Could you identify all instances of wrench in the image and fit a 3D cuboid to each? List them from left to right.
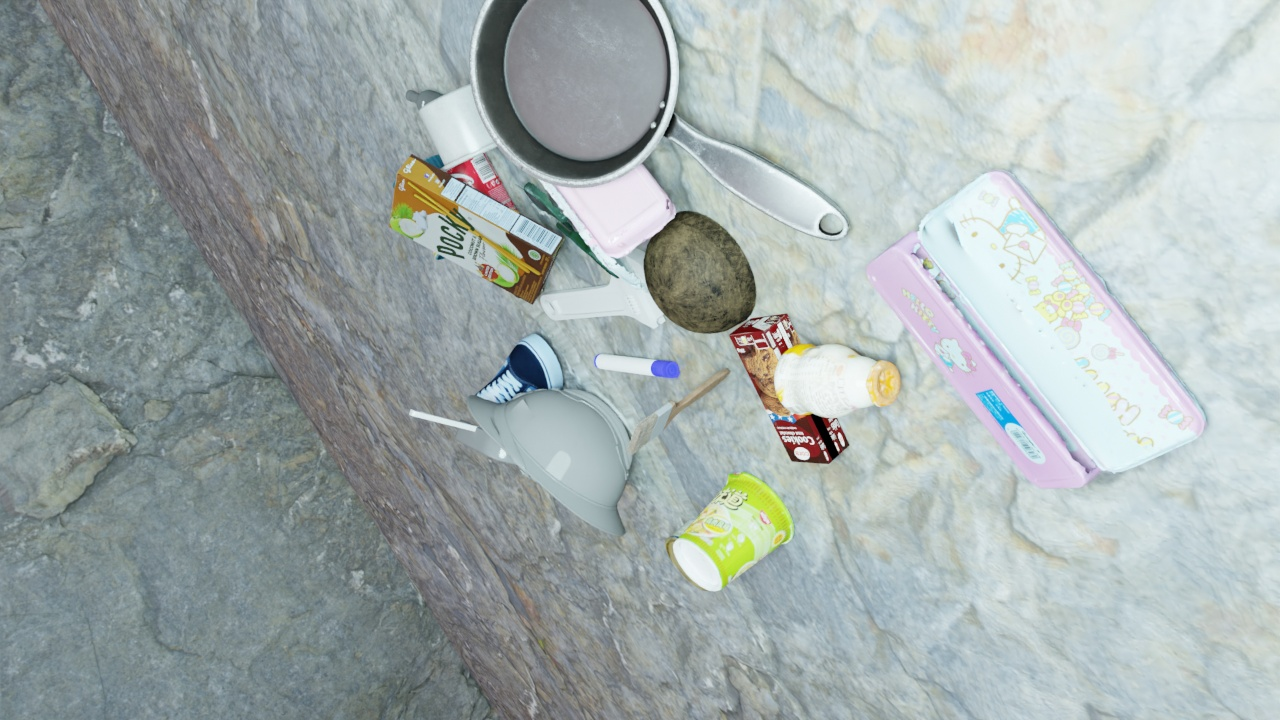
[{"bbox_3d":[-0.051,-0.076,1.037,0.274,0.018,0.087,2,122,57],"label":"wrench"}]

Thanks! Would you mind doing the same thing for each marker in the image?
[{"bbox_3d":[-0.006,0.006,1.056,0.142,0.020,0.020,7,126,54],"label":"marker"}]

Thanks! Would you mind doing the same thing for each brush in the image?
[{"bbox_3d":[0.042,0.043,0.895,0.008,0.142,0.045,42,141,19],"label":"brush"}]

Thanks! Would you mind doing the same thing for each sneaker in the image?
[{"bbox_3d":[-0.180,0.047,1.273,0.083,0.098,0.242,52,151,5],"label":"sneaker"}]

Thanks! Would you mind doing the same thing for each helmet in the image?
[{"bbox_3d":[-0.089,0.096,1.181,0.271,0.118,0.183,42,-175,13],"label":"helmet"}]

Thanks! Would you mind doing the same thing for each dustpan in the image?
[{"bbox_3d":[-0.211,0.116,1.303,0.257,0.033,0.163,19,177,-34],"label":"dustpan"}]

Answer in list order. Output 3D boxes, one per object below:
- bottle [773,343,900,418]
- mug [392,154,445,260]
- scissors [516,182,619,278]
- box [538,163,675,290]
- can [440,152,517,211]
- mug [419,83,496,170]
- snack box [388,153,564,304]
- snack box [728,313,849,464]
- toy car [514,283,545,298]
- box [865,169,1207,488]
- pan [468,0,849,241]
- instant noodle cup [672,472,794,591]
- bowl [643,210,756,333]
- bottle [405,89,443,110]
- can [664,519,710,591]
[{"bbox_3d":[0.164,0.017,0.768,0.109,0.063,0.063,2,122,55],"label":"bottle"},{"bbox_3d":[-0.246,-0.188,1.120,0.107,0.083,0.113,60,-169,-3],"label":"mug"},{"bbox_3d":[-0.078,-0.140,0.968,0.146,0.015,0.209,41,-179,-20],"label":"scissors"},{"bbox_3d":[-0.042,-0.162,0.858,0.201,0.087,0.103,54,178,27],"label":"box"},{"bbox_3d":[-0.187,-0.186,1.071,0.064,0.064,0.105,-8,114,58],"label":"can"},{"bbox_3d":[-0.174,-0.255,0.975,0.113,0.084,0.070,-16,107,29],"label":"mug"},{"bbox_3d":[-0.184,-0.143,1.020,0.186,0.031,0.101,28,147,-4],"label":"snack box"},{"bbox_3d":[0.138,0.028,0.850,0.051,0.031,0.141,-5,117,58],"label":"snack box"},{"bbox_3d":[-0.166,-0.116,1.127,0.113,0.040,0.049,33,159,-10],"label":"toy car"},{"bbox_3d":[0.256,-0.012,0.624,0.214,0.048,0.150,52,148,4],"label":"box"},{"bbox_3d":[0.015,-0.195,0.747,0.357,0.055,0.188,31,117,8],"label":"pan"},{"bbox_3d":[0.098,0.194,1.010,0.099,0.107,0.099,36,147,28],"label":"instant noodle cup"},{"bbox_3d":[0.044,-0.072,0.858,0.121,0.056,0.121,37,147,29],"label":"bowl"},{"bbox_3d":[-0.238,-0.296,1.065,0.113,0.030,0.030,30,143,37],"label":"bottle"},{"bbox_3d":[0.075,0.248,1.167,0.086,0.043,0.086,37,147,29],"label":"can"}]
